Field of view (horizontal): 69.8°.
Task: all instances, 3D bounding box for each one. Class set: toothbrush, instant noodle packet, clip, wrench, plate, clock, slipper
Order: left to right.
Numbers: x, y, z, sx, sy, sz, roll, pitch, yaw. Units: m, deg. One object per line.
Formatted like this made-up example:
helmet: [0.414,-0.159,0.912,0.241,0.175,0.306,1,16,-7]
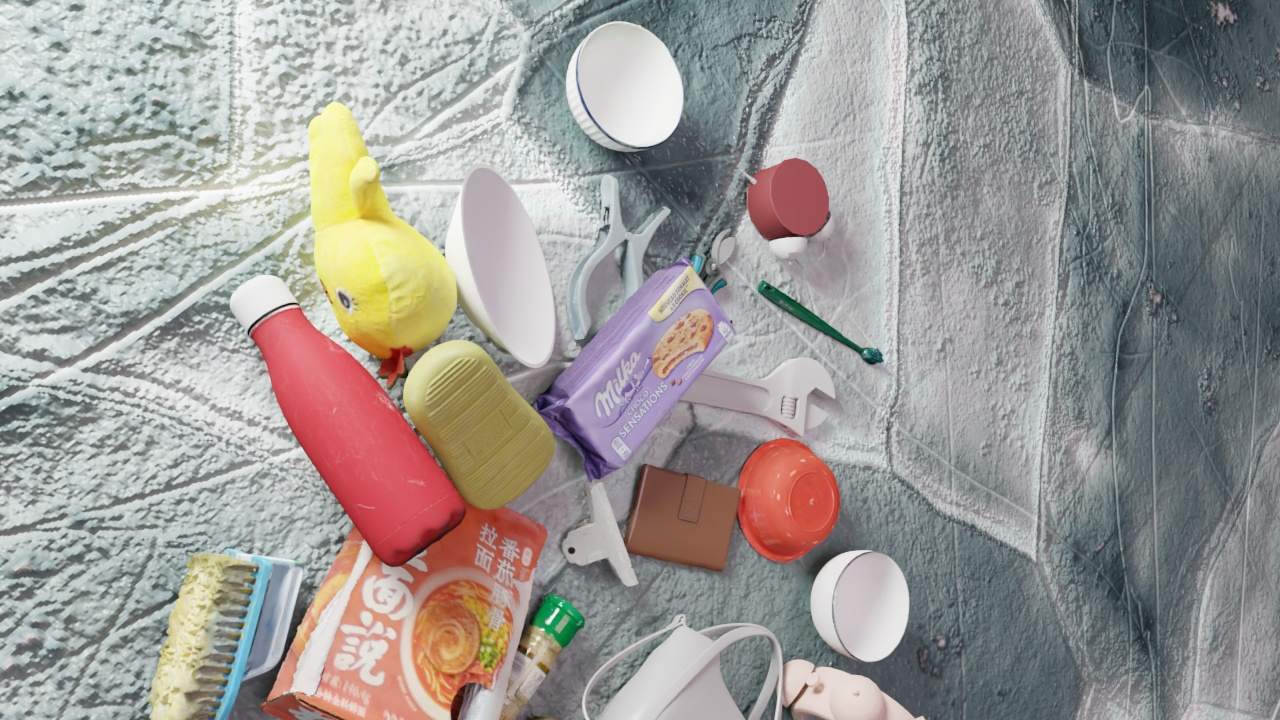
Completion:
instant noodle packet: [-0.169,0.197,0.730,0.164,0.084,0.220,34,50,-23]
slipper: [-0.141,0.048,0.740,0.091,0.082,0.191,-48,144,-18]
plate: [-0.123,-0.074,0.768,0.173,0.036,0.174,-13,90,-76]
clip: [-0.040,0.163,0.842,0.057,0.054,0.102,-33,105,-66]
clip: [-0.037,-0.096,0.864,0.106,0.028,0.163,29,71,-28]
wrench: [0.093,0.022,0.942,0.273,0.018,0.086,13,79,-30]
clock: [0.162,-0.161,0.985,0.087,0.044,0.124,-32,102,-30]
toothbrush: [0.203,-0.040,1.017,0.189,0.017,0.016,28,71,-27]
clock: [0.223,0.359,0.924,0.160,0.131,0.086,43,65,-21]

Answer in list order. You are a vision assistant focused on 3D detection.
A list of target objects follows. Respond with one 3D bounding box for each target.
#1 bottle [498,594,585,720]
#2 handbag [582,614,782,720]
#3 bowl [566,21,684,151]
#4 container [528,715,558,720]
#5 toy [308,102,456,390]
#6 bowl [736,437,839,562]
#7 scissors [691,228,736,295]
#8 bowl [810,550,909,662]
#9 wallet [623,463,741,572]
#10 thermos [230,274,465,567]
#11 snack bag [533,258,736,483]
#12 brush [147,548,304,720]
bottle: [-0.094,0.257,0.787,0.043,0.043,0.110,47,64,-20]
handbag: [0.064,0.328,0.854,0.222,0.096,0.216,-42,109,-34]
bowl: [-0.023,-0.250,0.866,0.118,0.062,0.118,3,85,-32]
container: [-0.066,0.431,0.723,0.185,0.158,0.250,-39,106,-41]
toy: [-0.203,-0.086,0.692,0.092,0.134,0.208,-28,103,-25]
bowl: [0.164,0.146,0.958,0.130,0.045,0.130,3,84,-32]
scissors: [0.060,-0.070,0.928,0.130,0.019,0.149,-6,87,-35]
bowl: [0.225,0.258,0.975,0.113,0.063,0.113,4,83,-32]
wallet: [0.042,0.155,0.899,0.121,0.013,0.087,18,81,-30]
thermos: [-0.224,0.039,0.684,0.073,0.073,0.240,-34,85,-30]
snack bag: [-0.005,0.005,0.835,0.205,0.058,0.096,-47,124,-17]
brush: [-0.295,0.207,0.658,0.075,0.055,0.135,27,70,-51]
